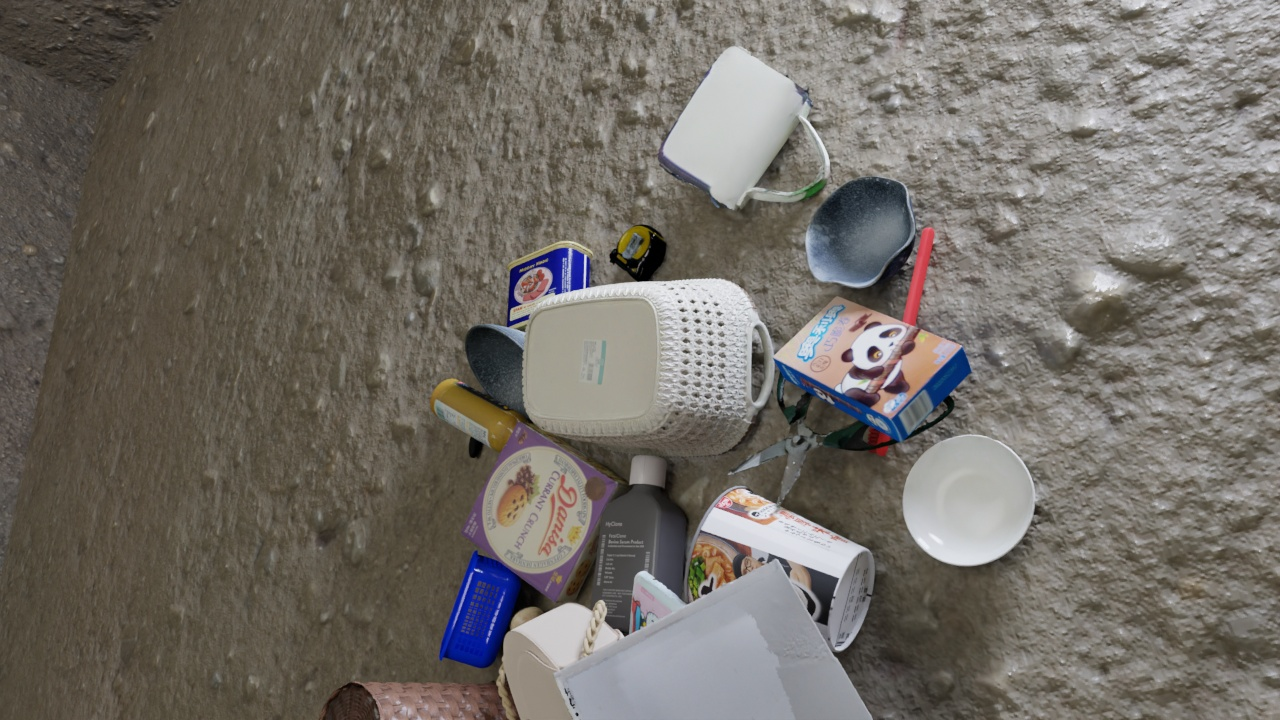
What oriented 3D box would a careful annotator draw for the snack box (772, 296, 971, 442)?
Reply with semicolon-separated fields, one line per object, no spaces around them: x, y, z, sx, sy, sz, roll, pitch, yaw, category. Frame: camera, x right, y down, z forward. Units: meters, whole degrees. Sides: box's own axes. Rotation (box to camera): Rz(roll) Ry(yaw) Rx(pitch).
0.194;0.003;0.786;0.087;0.034;0.151;-43;36;-10;snack box

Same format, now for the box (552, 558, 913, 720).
0.098;0.275;0.703;0.174;0.422;0.167;-32;67;7;box

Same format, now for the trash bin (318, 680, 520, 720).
-0.204;0.391;0.901;0.152;0.210;0.151;-18;61;37;trash bin

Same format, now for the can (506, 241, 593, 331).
-0.113;-0.082;1.126;0.116;0.056;0.092;-17;63;37;can

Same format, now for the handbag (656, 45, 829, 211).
0.127;-0.225;0.974;0.176;0.074;0.151;38;101;25;handbag

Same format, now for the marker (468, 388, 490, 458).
-0.203;0.058;1.179;0.022;0.016;0.138;-23;54;62;marker

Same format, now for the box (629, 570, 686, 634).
0.031;0.297;0.785;0.152;0.038;0.201;27;123;42;box

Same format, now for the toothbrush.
0.231;-0.019;0.818;0.018;0.012;0.212;5;76;47;toothbrush

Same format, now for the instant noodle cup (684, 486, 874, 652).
0.122;0.181;0.769;0.122;0.123;0.123;13;81;35;instant noodle cup

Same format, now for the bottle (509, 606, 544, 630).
-0.098;0.308;0.959;0.044;0.044;0.109;-54;46;11;bottle

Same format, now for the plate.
0.262;0.112;0.726;0.104;0.026;0.104;-19;60;36;plate

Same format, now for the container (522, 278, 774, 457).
-0.006;0.005;0.931;0.247;0.142;0.184;-4;83;41;container

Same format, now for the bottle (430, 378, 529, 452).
-0.178;0.077;1.109;0.186;0.053;0.053;24;89;36;bottle

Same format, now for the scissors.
0.163;0.037;0.816;0.202;0.015;0.202;-24;38;16;scissors

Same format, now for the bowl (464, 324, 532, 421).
-0.143;0.002;1.103;0.137;0.137;0.057;6;37;43;bowl

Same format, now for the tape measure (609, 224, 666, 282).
-0.002;-0.127;1.059;0.062;0.034;0.061;39;98;43;tape measure

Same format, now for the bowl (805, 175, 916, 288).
0.210;-0.110;0.845;0.111;0.055;0.110;-17;62;36;bowl

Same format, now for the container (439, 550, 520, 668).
-0.174;0.275;1.009;0.096;0.058;0.114;164;126;-80;container

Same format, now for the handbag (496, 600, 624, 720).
-0.040;0.321;0.806;0.210;0.103;0.209;67;153;6;handbag

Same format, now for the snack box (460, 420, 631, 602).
-0.103;0.162;0.997;0.148;0.040;0.143;28;93;27;snack box

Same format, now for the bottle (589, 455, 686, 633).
0.001;0.183;0.918;0.084;0.046;0.173;-9;67;40;bottle
